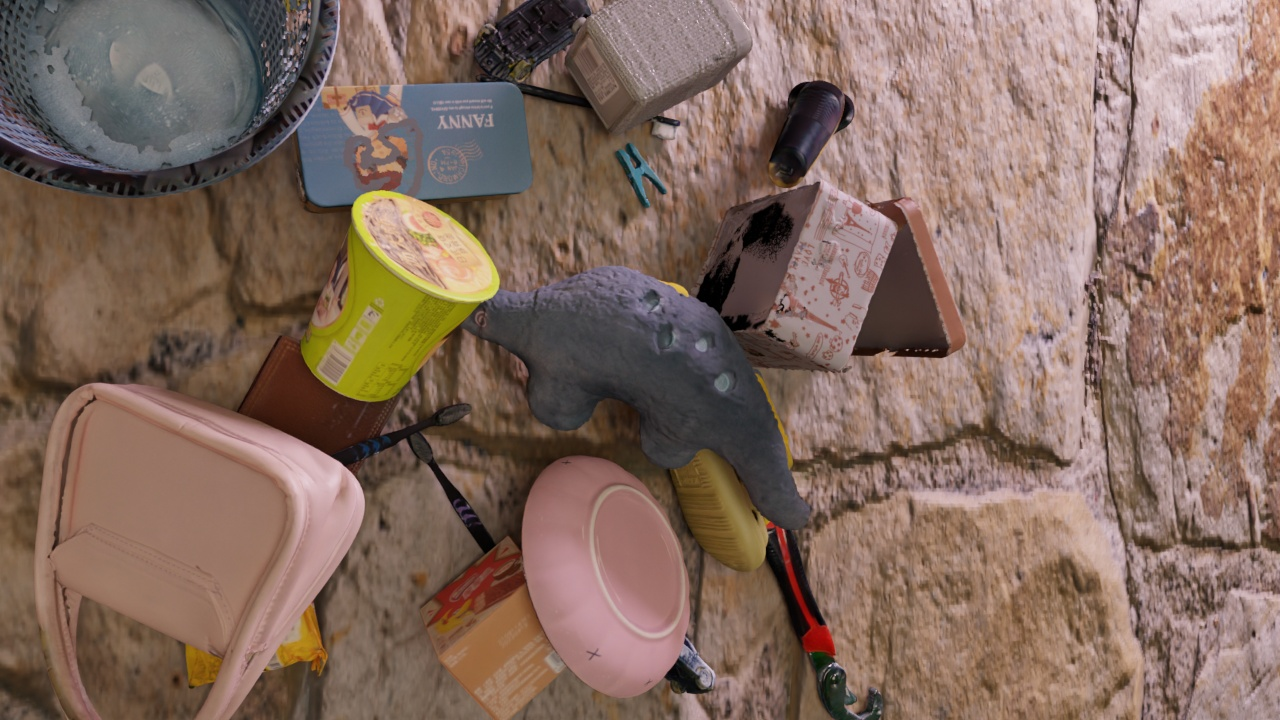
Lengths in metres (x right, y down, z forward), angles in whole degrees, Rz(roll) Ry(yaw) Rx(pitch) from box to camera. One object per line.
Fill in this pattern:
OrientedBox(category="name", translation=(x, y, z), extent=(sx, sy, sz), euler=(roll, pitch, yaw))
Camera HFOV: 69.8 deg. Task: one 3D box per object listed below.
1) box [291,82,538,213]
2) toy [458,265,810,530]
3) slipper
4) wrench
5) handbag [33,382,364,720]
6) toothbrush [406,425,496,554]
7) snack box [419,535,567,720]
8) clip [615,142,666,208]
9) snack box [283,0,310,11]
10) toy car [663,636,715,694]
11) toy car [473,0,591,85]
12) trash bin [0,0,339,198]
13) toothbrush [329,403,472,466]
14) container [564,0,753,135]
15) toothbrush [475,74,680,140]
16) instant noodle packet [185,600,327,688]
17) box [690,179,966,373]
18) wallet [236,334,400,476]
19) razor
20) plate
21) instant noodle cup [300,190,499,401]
OrientedBox(category="box", translation=(-0.167, -0.160, 0.695), extent=(0.184, 0.061, 0.090), euler=(-11, 97, -20))
OrientedBox(category="toy", translation=(-0.004, 0.004, 0.700), extent=(0.356, 0.091, 0.138), euler=(28, 117, -1))
OrientedBox(category="slipper", translation=(0.072, 0.088, 0.789), extent=(0.081, 0.092, 0.190), euler=(-26, 98, -22))
OrientedBox(category="wrench", translation=(0.162, 0.241, 0.870), extent=(0.056, 0.016, 0.273), euler=(-30, 103, -18))
OrientedBox(category="handbag", translation=(-0.304, 0.144, 0.591), extent=(0.193, 0.093, 0.234), euler=(18, 86, 15))
OrientedBox(category="toothbrush", translation=(-0.136, 0.131, 0.744), extent=(0.014, 0.017, 0.189), euler=(-35, 106, -15))
OrientedBox(category="snack box", translation=(-0.106, 0.205, 0.711), extent=(0.092, 0.094, 0.077), euler=(-40, 110, -12))
OrientedBox(category="clip", translation=(-0.001, -0.160, 0.788), extent=(0.040, 0.014, 0.056), euler=(-40, 105, -17))
OrientedBox(category="snack box", translation=(-0.253, -0.304, 0.639), extent=(0.082, 0.091, 0.080), euler=(26, 76, -22))
OrientedBox(category="toy car", translation=(0.028, 0.259, 0.804), extent=(0.090, 0.043, 0.034), euler=(44, 42, -13))
OrientedBox(category="toy car", translation=(-0.085, -0.260, 0.735), extent=(0.105, 0.031, 0.049), euler=(-42, 87, -18))
OrientedBox(category="trash bin", translation=(-0.310, -0.202, 0.560), extent=(0.226, 0.195, 0.226), euler=(-1, 93, -23))
OrientedBox(category="toothbrush", translation=(-0.210, 0.069, 0.684), extent=(0.189, 0.016, 0.014), euler=(-22, 101, -28))
OrientedBox(category="container", translation=(0.010, -0.249, 0.739), extent=(0.114, 0.090, 0.090), euler=(-36, 94, -20))
OrientedBox(category="toothbrush", translation=(-0.049, -0.212, 0.765), extent=(0.181, 0.016, 0.018), euler=(9, 98, -23))
OrientedBox(category="instant noodle packet", translation=(-0.284, 0.169, 0.658), extent=(0.111, 0.044, 0.128), euler=(-11, 96, 5))
OrientedBox(category="box", translation=(0.160, -0.054, 0.771), extent=(0.177, 0.182, 0.152), euler=(26, 83, -18))
OrientedBox(category="wallet", translation=(-0.251, 0.056, 0.686), extent=(0.101, 0.032, 0.124), euler=(31, 82, -23))
OrientedBox(category="razor", translation=(0.141, -0.191, 0.786), extent=(0.062, 0.068, 0.167), euler=(23, 40, 7))
OrientedBox(category="plate", translation=(-0.015, 0.160, 0.718), extent=(0.192, 0.039, 0.192), euler=(39, 38, -39))
OrientedBox(category="instant noodle cup", translation=(-0.180, -0.038, 0.656), extent=(0.111, 0.111, 0.124), euler=(30, 118, -21))
